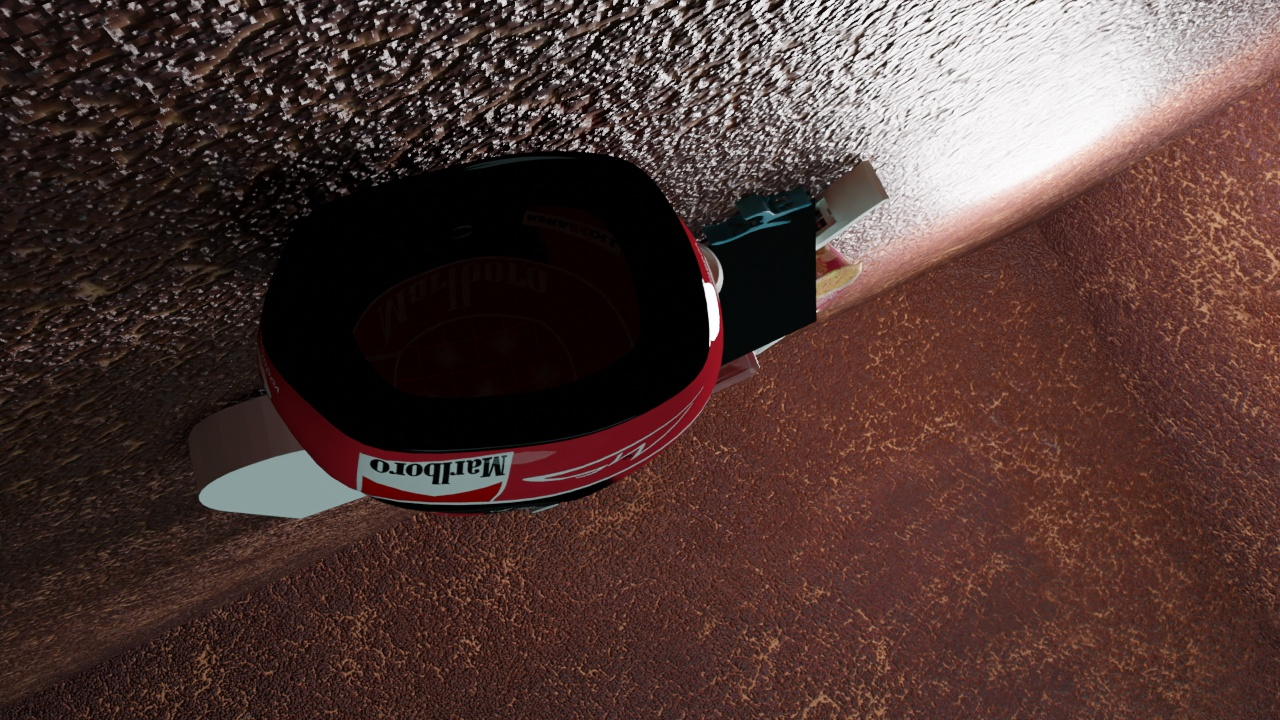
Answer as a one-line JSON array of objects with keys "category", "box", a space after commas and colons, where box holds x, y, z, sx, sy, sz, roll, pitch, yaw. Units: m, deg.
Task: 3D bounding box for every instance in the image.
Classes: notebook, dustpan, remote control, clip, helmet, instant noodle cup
[{"category": "notebook", "box": [0.140, -0.088, 1.085, 0.149, 0.016, 0.207, -25, 141, -9]}, {"category": "dustpan", "box": [-0.306, 0.088, 0.873, 0.191, 0.053, 0.258, -19, 165, 4]}, {"category": "remote control", "box": [0.220, -0.171, 1.052, 0.024, 0.049, 0.144, -23, 173, -30]}, {"category": "clip", "box": [0.129, -0.157, 0.935, 0.130, 0.031, 0.121, -23, 169, -18]}, {"category": "helmet", "box": [-0.084, -0.006, 0.552, 0.270, 0.197, 0.225, -14, 169, -24]}, {"category": "instant noodle cup", "box": [0.218, -0.113, 1.317, 0.178, 0.077, 0.179, -28, 165, -9]}]

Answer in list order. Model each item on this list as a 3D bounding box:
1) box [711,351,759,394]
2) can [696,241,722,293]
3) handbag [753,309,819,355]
[{"category": "box", "box": [0.046, -0.047, 1.212, 0.157, 0.156, 0.147, -23, 132, 0]}, {"category": "can", "box": [0.033, -0.076, 0.995, 0.071, 0.072, 0.129, -23, 173, -26]}, {"category": "handbag", "box": [0.199, -0.064, 1.598, 0.199, 0.096, 0.141, -34, 179, 41]}]
